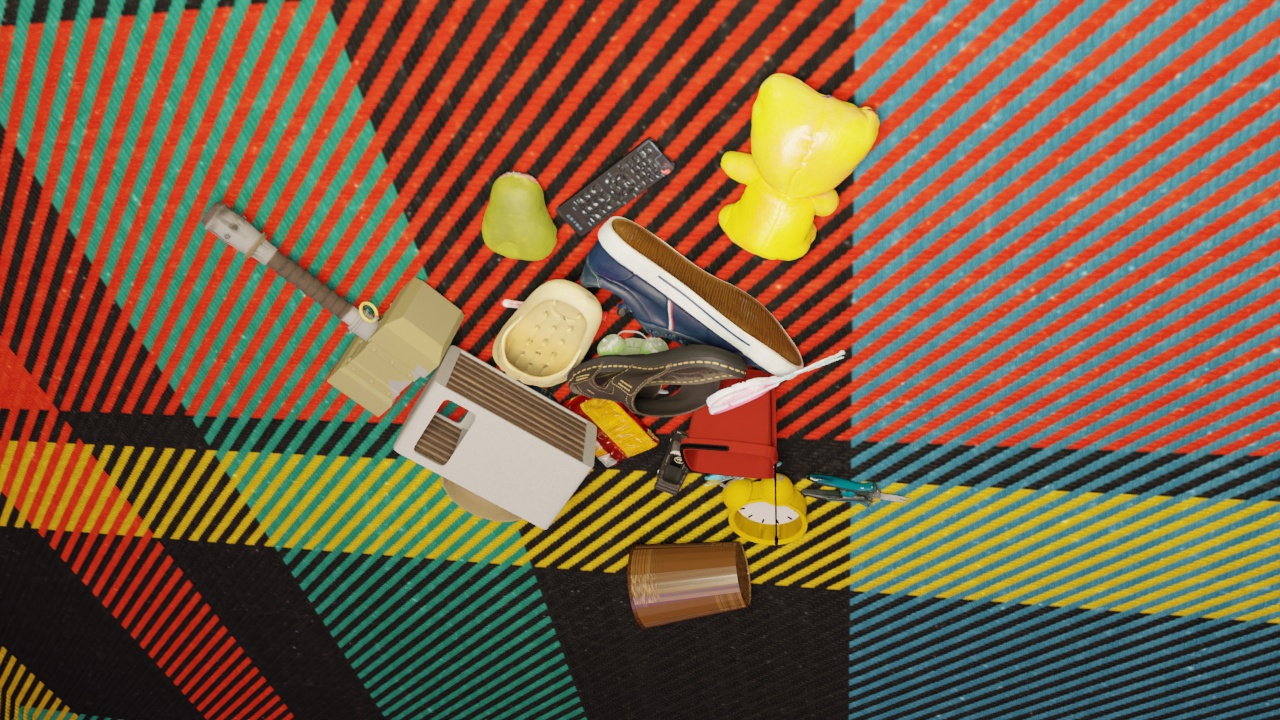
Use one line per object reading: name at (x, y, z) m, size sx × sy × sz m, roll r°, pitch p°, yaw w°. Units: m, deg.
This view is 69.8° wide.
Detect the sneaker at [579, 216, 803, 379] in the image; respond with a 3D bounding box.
sneaker at (0.055, -0.046, 1.100) m, size 0.294 × 0.120 × 0.127 m, roll 31°, pitch 119°, yaw -10°

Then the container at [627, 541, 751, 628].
container at (0.080, 0.344, 1.438) m, size 0.167 × 0.132 × 0.132 m, roll -11°, pitch 128°, yaw 16°

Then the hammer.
hammer at (-0.415, -0.087, 1.186) m, size 0.325 × 0.100 × 0.191 m, roll 39°, pitch 129°, yaw -20°

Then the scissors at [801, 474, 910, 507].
scissors at (0.301, 0.184, 1.301) m, size 0.142 × 0.019 × 0.128 m, roll 40°, pitch 128°, yaw -24°

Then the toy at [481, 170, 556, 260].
toy at (-0.141, -0.168, 1.074) m, size 0.090 × 0.051 × 0.110 m, roll 11°, pitch 131°, yaw 2°

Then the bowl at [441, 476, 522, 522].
bowl at (-0.226, 0.181, 1.415) m, size 0.152 × 0.050 × 0.153 m, roll 8°, pitch 133°, yaw 8°

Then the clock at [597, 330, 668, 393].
clock at (-0.007, 0.007, 1.205) m, size 0.094 × 0.042 × 0.119 m, roll 2°, pitch 132°, yaw 11°

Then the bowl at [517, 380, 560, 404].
bowl at (-0.172, 0.089, 1.311) m, size 0.114 × 0.060 × 0.115 m, roll 7°, pitch 132°, yaw 7°

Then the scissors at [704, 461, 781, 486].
scissors at (0.141, 0.158, 1.282) m, size 0.133 × 0.135 × 0.015 m, roll -13°, pitch 92°, yaw -9°

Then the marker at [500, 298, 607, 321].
marker at (-0.112, -0.066, 1.187) m, size 0.142 × 0.012 × 0.013 m, roll 8°, pitch 133°, yaw 8°

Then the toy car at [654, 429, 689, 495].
toy car at (0.051, 0.147, 1.302) m, size 0.040 × 0.037 × 0.092 m, roll 21°, pitch 101°, yaw -3°

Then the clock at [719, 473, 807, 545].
clock at (0.182, 0.214, 1.339) m, size 0.114 × 0.051 × 0.152 m, roll -11°, pitch 132°, yaw 23°

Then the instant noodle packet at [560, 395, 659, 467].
instant noodle packet at (-0.045, 0.095, 1.297) m, size 0.099 × 0.039 × 0.135 m, roll -24°, pitch 122°, yaw 35°

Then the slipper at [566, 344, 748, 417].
slipper at (0.013, 0.032, 1.091) m, size 0.113 × 0.075 × 0.269 m, roll 18°, pitch 162°, yaw -41°

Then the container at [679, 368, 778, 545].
container at (0.116, 0.121, 1.148) m, size 0.127 × 0.200 × 0.148 m, roll 4°, pitch 162°, yaw 10°

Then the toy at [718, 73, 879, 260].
toy at (0.150, -0.192, 0.954) m, size 0.134 × 0.087 × 0.194 m, roll 22°, pitch 134°, yaw -1°

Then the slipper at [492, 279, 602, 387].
slipper at (-0.124, -0.012, 1.156) m, size 0.111 × 0.079 × 0.262 m, roll 27°, pitch 149°, yaw -11°

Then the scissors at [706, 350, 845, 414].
scissors at (0.155, 0.021, 1.038) m, size 0.179 × 0.016 × 0.103 m, roll -22°, pitch 164°, yaw 11°

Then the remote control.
remote control at (-0.030, -0.197, 1.041) m, size 0.151 × 0.022 × 0.047 m, roll -30°, pitch 118°, yaw 32°

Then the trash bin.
trash bin at (-0.187, 0.101, 1.213) m, size 0.229 × 0.114 × 0.115 m, roll 31°, pitch 111°, yaw -13°
